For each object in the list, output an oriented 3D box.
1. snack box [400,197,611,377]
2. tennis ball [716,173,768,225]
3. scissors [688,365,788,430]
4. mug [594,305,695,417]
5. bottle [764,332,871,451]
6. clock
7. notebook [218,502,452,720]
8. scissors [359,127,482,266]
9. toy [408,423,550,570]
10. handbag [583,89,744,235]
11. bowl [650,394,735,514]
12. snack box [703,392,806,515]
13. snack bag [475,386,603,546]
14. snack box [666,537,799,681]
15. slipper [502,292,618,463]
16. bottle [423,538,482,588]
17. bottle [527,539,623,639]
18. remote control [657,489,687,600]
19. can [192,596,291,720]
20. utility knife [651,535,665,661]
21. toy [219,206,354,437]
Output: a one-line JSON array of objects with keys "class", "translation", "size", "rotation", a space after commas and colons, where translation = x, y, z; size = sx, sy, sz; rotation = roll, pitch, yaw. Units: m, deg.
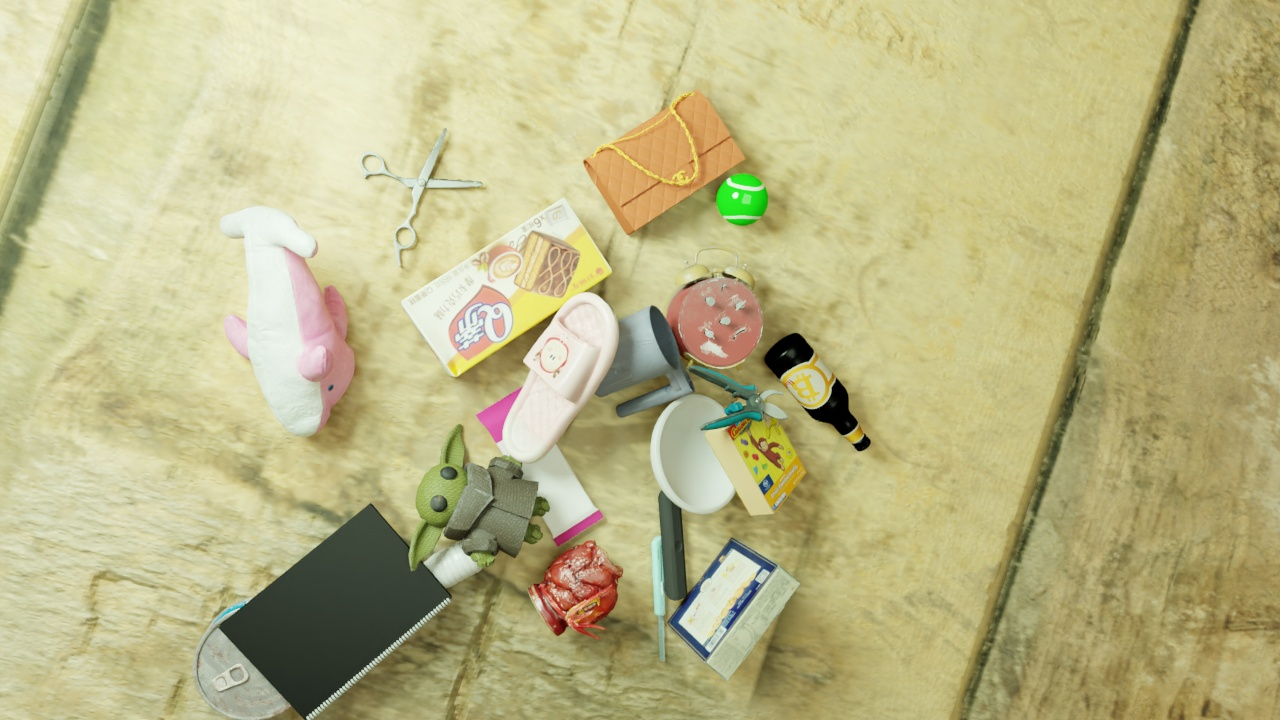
[{"class": "snack box", "translation": [-0.159, -0.086, 1.095], "size": [0.230, 0.062, 0.110], "rotation": [-35, 100, -11]}, {"class": "tennis ball", "translation": [0.129, -0.204, 1.163], "size": [0.065, 0.065, 0.065], "rotation": [-1, 92, -15]}, {"class": "scissors", "translation": [0.115, 0.045, 1.129], "size": [0.154, 0.019, 0.124], "rotation": [-32, 84, -41]}, {"class": "mug", "translation": [-0.007, 0.007, 1.115], "size": [0.104, 0.083, 0.124], "rotation": [-22, 117, 17]}, {"class": "bottle", "translation": [0.241, 0.048, 1.206], "size": [0.059, 0.059, 0.181], "rotation": [-43, 102, -9]}, {"class": "clock", "translation": [0.095, -0.065, 1.152], "size": [0.117, 0.081, 0.159], "rotation": [2, 92, -15]}, {"class": "notebook", "translation": [-0.341, 0.286, 1.041], "size": [0.206, 0.016, 0.149], "rotation": [-40, 100, -10]}, {"class": "scissors", "translation": [-0.268, -0.197, 1.087], "size": [0.141, 0.014, 0.175], "rotation": [20, 89, -11]}, {"class": "toy", "translation": [-0.186, 0.170, 1.076], "size": [0.152, 0.078, 0.179], "rotation": [18, 64, -9]}, {"class": "handbag", "translation": [0.029, -0.250, 1.141], "size": [0.171, 0.060, 0.109], "rotation": [-34, 96, -11]}, {"class": "bowl", "translation": [0.063, 0.119, 1.157], "size": [0.149, 0.043, 0.149], "rotation": [10, 74, -38]}, {"class": "snack box", "translation": [0.148, 0.119, 1.171], "size": [0.088, 0.040, 0.126], "rotation": [-42, 107, -40]}, {"class": "snack bag", "translation": [-0.123, 0.132, 1.137], "size": [0.070, 0.016, 0.196], "rotation": [-32, 100, -9]}, {"class": "snack box", "translation": [0.112, 0.303, 1.139], "size": [0.042, 0.145, 0.144], "rotation": [41, 82, -14]}, {"class": "slipper", "translation": [-0.101, 0.019, 1.066], "size": [0.055, 0.107, 0.222], "rotation": [14, 111, -47]}, {"class": "bottle", "translation": [-0.235, 0.250, 1.099], "size": [0.136, 0.044, 0.044], "rotation": [-27, 99, -12]}, {"class": "bottle", "translation": [-0.071, 0.281, 1.118], "size": [0.111, 0.099, 0.099], "rotation": [-33, 100, -7]}, {"class": "remote control", "translation": [0.043, 0.234, 1.179], "size": [0.033, 0.015, 0.147], "rotation": [-7, 95, -41]}, {"class": "can", "translation": [-0.437, 0.340, 1.049], "size": [0.130, 0.044, 0.130], "rotation": [-1, 93, -15]}, {"class": "utility knife", "translation": [0.024, 0.309, 1.186], "size": [0.022, 0.015, 0.165], "rotation": [-6, 96, -47]}, {"class": "toy", "translation": [-0.373, -0.046, 1.015], "size": [0.127, 0.187, 0.266], "rotation": [-34, 129, -48]}]
